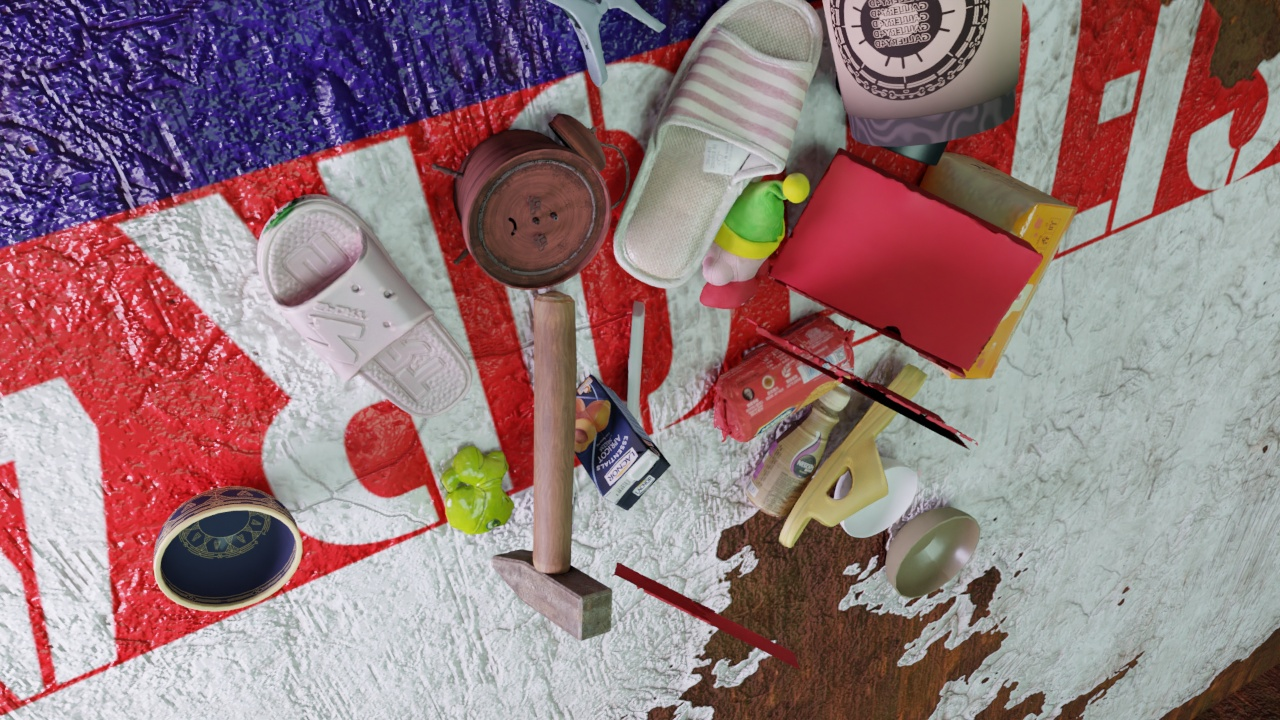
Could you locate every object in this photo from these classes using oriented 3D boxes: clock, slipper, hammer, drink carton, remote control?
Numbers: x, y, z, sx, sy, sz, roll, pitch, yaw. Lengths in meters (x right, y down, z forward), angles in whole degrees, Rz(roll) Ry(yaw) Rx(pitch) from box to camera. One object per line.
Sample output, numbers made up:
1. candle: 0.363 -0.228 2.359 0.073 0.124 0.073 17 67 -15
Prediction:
1. clock: -0.077 -0.129 0.736 0.157 0.072 0.121 -19 129 -17
2. slipper: 0.262 0.124 1.078 0.263 0.078 0.099 -52 168 -2
3. slipper: 0.063 -0.179 0.753 0.115 0.052 0.263 28 100 -3
4. hammer: -0.083 0.086 0.841 0.037 0.158 0.301 -6 103 -38
5. drink carton: -0.030 0.077 0.868 0.064 0.130 0.040 -48 133 7
6. remote control: -0.005 0.005 0.898 0.012 0.033 0.131 4 123 1
7. slipper: -0.212 -0.024 0.736 0.094 0.064 0.239 -37 134 -3

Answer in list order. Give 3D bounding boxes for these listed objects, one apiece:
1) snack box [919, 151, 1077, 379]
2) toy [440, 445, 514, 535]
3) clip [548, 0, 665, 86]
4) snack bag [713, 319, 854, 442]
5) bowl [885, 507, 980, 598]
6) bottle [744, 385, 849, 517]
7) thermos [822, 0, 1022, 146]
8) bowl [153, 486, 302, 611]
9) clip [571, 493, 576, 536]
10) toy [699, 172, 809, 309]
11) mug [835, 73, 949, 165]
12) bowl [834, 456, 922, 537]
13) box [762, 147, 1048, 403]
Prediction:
1. snack box: 0.329 -0.098 0.948 0.080 0.145 0.196 0 121 -31
2. toy: -0.158 0.130 0.896 0.094 0.036 0.093 20 102 -40
3. clip: -0.061 -0.274 0.677 0.112 0.028 0.163 -42 132 4
4. snack bag: 0.150 0.017 0.974 0.176 0.082 0.082 -30 132 -10
5. bowl: 0.409 0.266 1.314 0.152 0.050 0.152 -15 128 -21
6. bottle: 0.185 0.101 1.060 0.059 0.059 0.166 16 111 -37
7. thermos: 0.213 -0.293 0.701 0.172 0.173 0.226 -22 117 -16
8. bowl: -0.350 0.149 0.777 0.112 0.061 0.113 -15 128 -21
9. clip: -0.078 0.169 0.952 0.056 0.056 0.102 -34 167 -22
10. toy: 0.104 -0.122 0.824 0.123 0.097 0.132 -51 151 -41
11. mug: 0.238 -0.246 0.843 0.121 0.085 0.095 19 113 -7
12. bowl: 0.292 0.167 1.175 0.114 0.050 0.115 -15 128 -21
13. box: 0.252 -0.101 0.965 0.217 0.350 0.198 27 110 2
